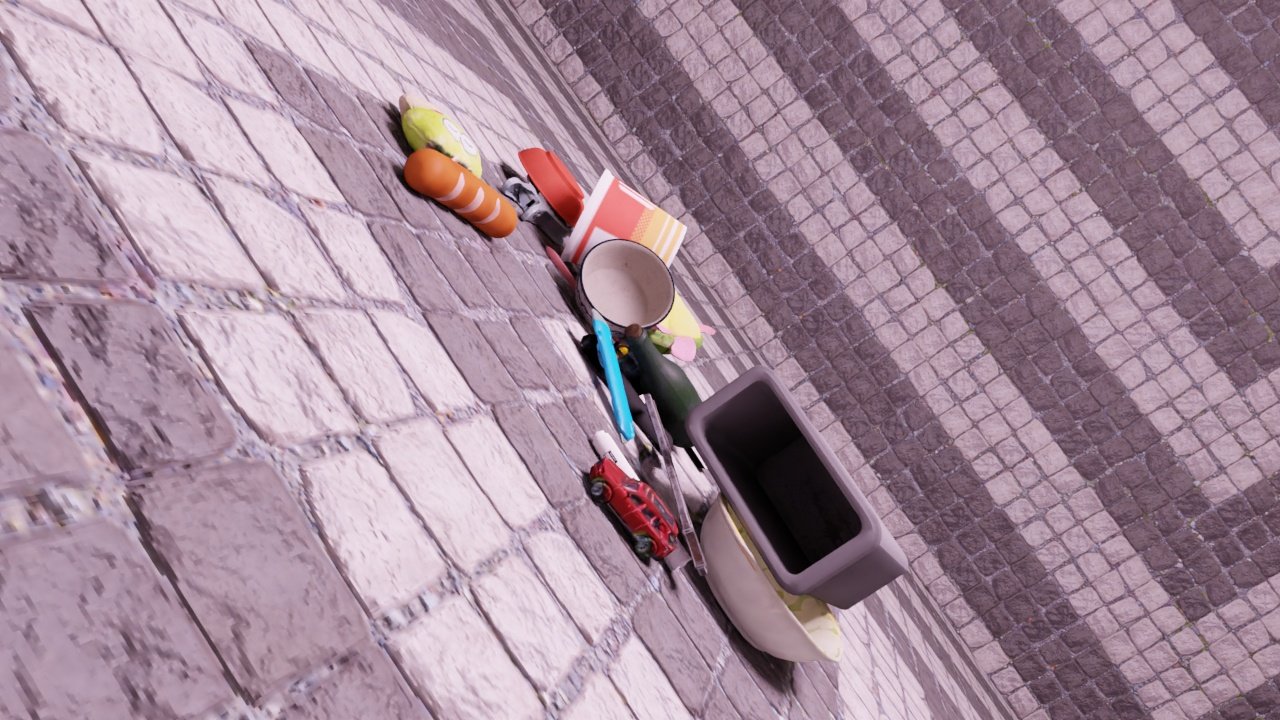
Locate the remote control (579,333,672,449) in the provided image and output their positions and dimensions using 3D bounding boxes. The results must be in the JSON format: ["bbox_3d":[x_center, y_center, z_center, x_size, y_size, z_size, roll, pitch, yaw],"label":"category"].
[{"bbox_3d":[-0.013,0.034,0.970,0.152,0.020,0.041,53,11,-12],"label":"remote control"}]

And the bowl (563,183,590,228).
[{"bbox_3d":[-0.083,-0.205,1.358,0.149,0.043,0.149,52,11,-14],"label":"bowl"}]

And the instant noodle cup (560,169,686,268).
[{"bbox_3d":[-0.018,-0.152,1.138,0.121,0.123,0.123,27,15,-6],"label":"instant noodle cup"}]

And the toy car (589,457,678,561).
[{"bbox_3d":[-0.006,0.114,0.712,0.091,0.036,0.042,47,12,-7],"label":"toy car"}]

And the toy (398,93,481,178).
[{"bbox_3d":[-0.199,-0.218,0.885,0.092,0.046,0.115,35,13,-52],"label":"toy"}]

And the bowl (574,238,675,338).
[{"bbox_3d":[-0.024,-0.076,1.063,0.115,0.115,0.059,56,-31,7],"label":"bowl"}]

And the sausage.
[{"bbox_3d":[-0.163,-0.153,0.846,0.044,0.039,0.164,64,13,18],"label":"sausage"}]

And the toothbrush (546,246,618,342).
[{"bbox_3d":[-0.059,-0.062,1.094,0.184,0.015,0.015,54,14,3],"label":"toothbrush"}]

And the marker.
[{"bbox_3d":[-0.002,0.115,0.764,0.133,0.020,0.017,55,25,15],"label":"marker"}]

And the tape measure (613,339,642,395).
[{"bbox_3d":[-0.006,0.006,1.038,0.062,0.038,0.067,57,10,11],"label":"tape measure"}]

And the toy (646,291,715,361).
[{"bbox_3d":[0.015,-0.061,1.217,0.190,0.088,0.238,25,16,-21],"label":"toy"}]

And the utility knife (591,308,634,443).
[{"bbox_3d":[-0.028,0.016,0.915,0.031,0.015,0.158,32,34,-47],"label":"utility knife"}]

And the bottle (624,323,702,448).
[{"bbox_3d":[0.024,0.024,0.988,0.174,0.055,0.055,59,5,-42],"label":"bottle"}]

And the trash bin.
[{"bbox_3d":[0.156,0.130,0.872,0.191,0.098,0.220,59,9,28],"label":"trash bin"}]

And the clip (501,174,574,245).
[{"bbox_3d":[-0.147,-0.219,1.169,0.143,0.029,0.172,55,9,13],"label":"clip"}]

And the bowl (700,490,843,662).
[{"bbox_3d":[0.110,0.207,0.853,0.219,0.060,0.188,47,12,-39],"label":"bowl"}]

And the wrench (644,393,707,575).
[{"bbox_3d":[0.029,0.105,0.834,0.273,0.010,0.070,-107,178,-69],"label":"wrench"}]

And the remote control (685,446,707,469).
[{"bbox_3d":[0.045,0.080,1.103,0.124,0.012,0.028,57,11,13],"label":"remote control"}]

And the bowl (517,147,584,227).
[{"bbox_3d":[-0.110,-0.235,1.208,0.122,0.035,0.122,52,10,-13],"label":"bowl"}]
